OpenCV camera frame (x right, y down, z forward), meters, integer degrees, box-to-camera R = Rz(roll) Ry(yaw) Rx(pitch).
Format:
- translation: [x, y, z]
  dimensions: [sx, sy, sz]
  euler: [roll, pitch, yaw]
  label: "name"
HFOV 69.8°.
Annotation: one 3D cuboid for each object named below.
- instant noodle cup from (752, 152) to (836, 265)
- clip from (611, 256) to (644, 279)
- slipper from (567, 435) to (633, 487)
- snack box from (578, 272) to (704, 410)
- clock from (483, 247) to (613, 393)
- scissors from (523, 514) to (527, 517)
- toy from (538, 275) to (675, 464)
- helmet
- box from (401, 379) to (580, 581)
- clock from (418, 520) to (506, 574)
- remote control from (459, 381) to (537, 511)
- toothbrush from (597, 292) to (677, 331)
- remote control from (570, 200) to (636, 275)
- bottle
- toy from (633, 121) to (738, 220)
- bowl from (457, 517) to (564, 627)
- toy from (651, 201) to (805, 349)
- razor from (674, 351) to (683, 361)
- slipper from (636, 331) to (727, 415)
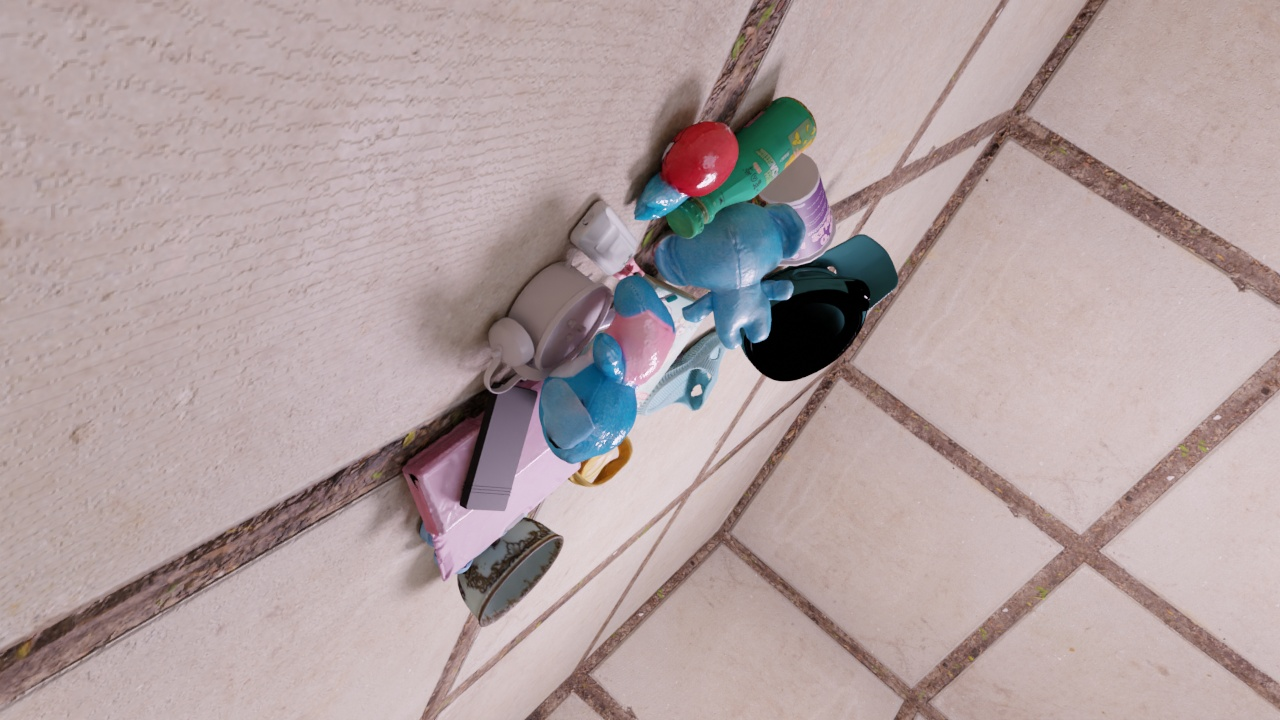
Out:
- translation: [0.192, -0.205, 1.220]
  dimensions: [0.136, 0.122, 0.122]
  euler: [-39, 153, -7]
  label: "instant noodle cup"
- translation: [-0.016, -0.098, 1.032]
  dimensions: [0.045, 0.023, 0.060]
  euler: [-42, 161, -14]
  label: "clip"
- translation: [-0.063, 0.137, 1.334]
  dimensions: [0.099, 0.078, 0.264]
  euler: [-44, 163, -14]
  label: "slipper"
- translation: [-0.011, -0.011, 1.156]
  dimensions: [0.194, 0.044, 0.141]
  euler: [-55, 150, 12]
  label: "snack box"
- translation: [-0.093, -0.027, 0.906]
  dimensions: [0.159, 0.061, 0.120]
  euler: [-50, 164, -5]
  label: "clock"
- translation: [-0.204, 0.272, 1.367]
  dimensions: [0.126, 0.013, 0.125]
  euler: [-56, 165, 2]
  label: "scissors"
- translation: [-0.032, 0.014, 0.921]
  dimensions: [0.191, 0.099, 0.224]
  euler: [-58, 175, -1]
  label: "toy"
- translation: [0.298, -0.088, 1.573]
  dimensions: [0.276, 0.176, 0.199]
  euler: [-33, -167, 32]
  label: "helmet"
- translation: [-0.144, 0.122, 1.019]
  dimensions: [0.232, 0.040, 0.179]
  euler: [-40, 136, -36]
  label: "box"
- translation: [-0.203, 0.192, 1.100]
  dimensions: [0.117, 0.060, 0.162]
  euler: [-42, 159, -29]
  label: "clock"
- translation: [-0.147, 0.091, 0.958]
  dimensions: [0.058, 0.013, 0.133]
  euler: [16, 90, -51]
  label: "remote control"
- translation: [-0.031, -0.048, 1.023]
  dimensions: [0.187, 0.019, 0.018]
  euler: [-22, 148, -33]
  label: "toothbrush"
- translation: [-0.033, -0.120, 0.931]
  dimensions: [0.050, 0.022, 0.133]
  euler: [-51, 164, 2]
  label: "remote control"
- translation: [0.111, -0.214, 1.031]
  dimensions: [0.209, 0.068, 0.068]
  euler: [-44, 163, -23]
  label: "bottle"
- translation: [0.045, -0.190, 0.932]
  dimensions: [0.133, 0.062, 0.092]
  euler: [-39, 161, 25]
  label: "toy"
- translation: [-0.191, 0.269, 1.243]
  dimensions: [0.159, 0.094, 0.160]
  euler: [-45, 163, -18]
  label: "bowl"
- translation: [0.111, -0.106, 1.100]
  dimensions: [0.183, 0.114, 0.181]
  euler: [-16, 115, -4]
  label: "toy"
- translation: [0.041, -0.009, 1.394]
  dimensions: [0.044, 0.021, 0.144]
  euler: [-54, 166, 10]
  label: "razor"
- translation: [0.086, 0.030, 1.520]
  dimensions: [0.275, 0.069, 0.116]
  euler: [-31, 152, -48]
  label: "slipper"
